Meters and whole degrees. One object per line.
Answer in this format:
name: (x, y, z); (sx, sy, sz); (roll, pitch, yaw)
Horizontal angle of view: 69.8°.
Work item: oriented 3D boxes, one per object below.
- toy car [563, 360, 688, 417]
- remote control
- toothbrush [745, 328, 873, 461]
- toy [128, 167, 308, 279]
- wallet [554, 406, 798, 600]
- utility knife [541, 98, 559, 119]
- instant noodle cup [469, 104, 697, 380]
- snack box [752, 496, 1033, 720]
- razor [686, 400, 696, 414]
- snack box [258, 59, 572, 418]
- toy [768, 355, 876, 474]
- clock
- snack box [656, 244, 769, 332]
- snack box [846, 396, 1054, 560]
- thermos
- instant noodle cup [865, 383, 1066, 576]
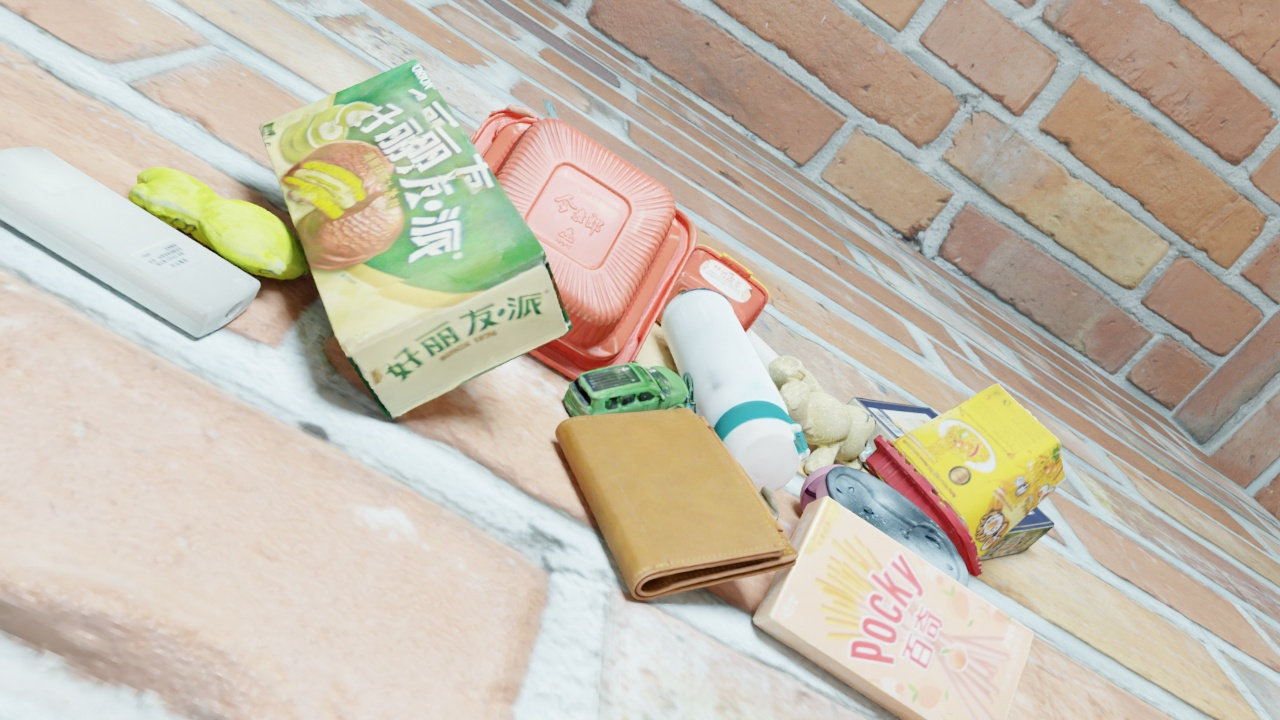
toy car: (-0.007, 0.023, 0.628); (0.091, 0.036, 0.043); (-7, 42, -36)
remote control: (-0.264, -0.061, 0.460); (0.135, 0.019, 0.056); (32, 21, -8)
toothbrush: (0.143, 0.020, 0.897); (0.026, 0.027, 0.221); (-29, 59, -24)
toy: (-0.235, -0.078, 0.522); (0.100, 0.031, 0.096); (25, 14, -30)
wallet: (0.020, 0.077, 0.541); (0.107, 0.031, 0.131); (-5, 38, -25)
utility knife: (-0.036, -0.129, 0.789); (0.033, 0.015, 0.217); (-82, 152, -52)
instant noodle cup: (-0.055, -0.089, 0.647); (0.189, 0.164, 0.079); (30, -21, -10)
snack box: (0.151, 0.158, 0.541); (0.157, 0.026, 0.084); (34, 65, -5)
razor: (-0.004, 0.004, 0.704); (0.043, 0.028, 0.132); (-12, 46, -23)
snack box: (-0.141, -0.084, 0.547); (0.240, 0.114, 0.063); (56, -12, 40)
toy: (0.151, 0.044, 0.777); (0.157, 0.066, 0.105); (37, 33, -50)
clock: (0.165, 0.128, 0.653); (0.117, 0.060, 0.158); (34, 22, 0)
snack box: (0.065, -0.054, 0.870); (0.091, 0.082, 0.079); (36, 31, 3)
snack box: (0.297, 0.114, 0.903); (0.182, 0.046, 0.178); (9, 33, -49)
thermos: (0.066, 0.021, 0.723); (0.073, 0.073, 0.224); (26, 22, -23)
instant noodle cup: (0.269, 0.094, 0.749); (0.116, 0.123, 0.116); (56, 2, 42)
